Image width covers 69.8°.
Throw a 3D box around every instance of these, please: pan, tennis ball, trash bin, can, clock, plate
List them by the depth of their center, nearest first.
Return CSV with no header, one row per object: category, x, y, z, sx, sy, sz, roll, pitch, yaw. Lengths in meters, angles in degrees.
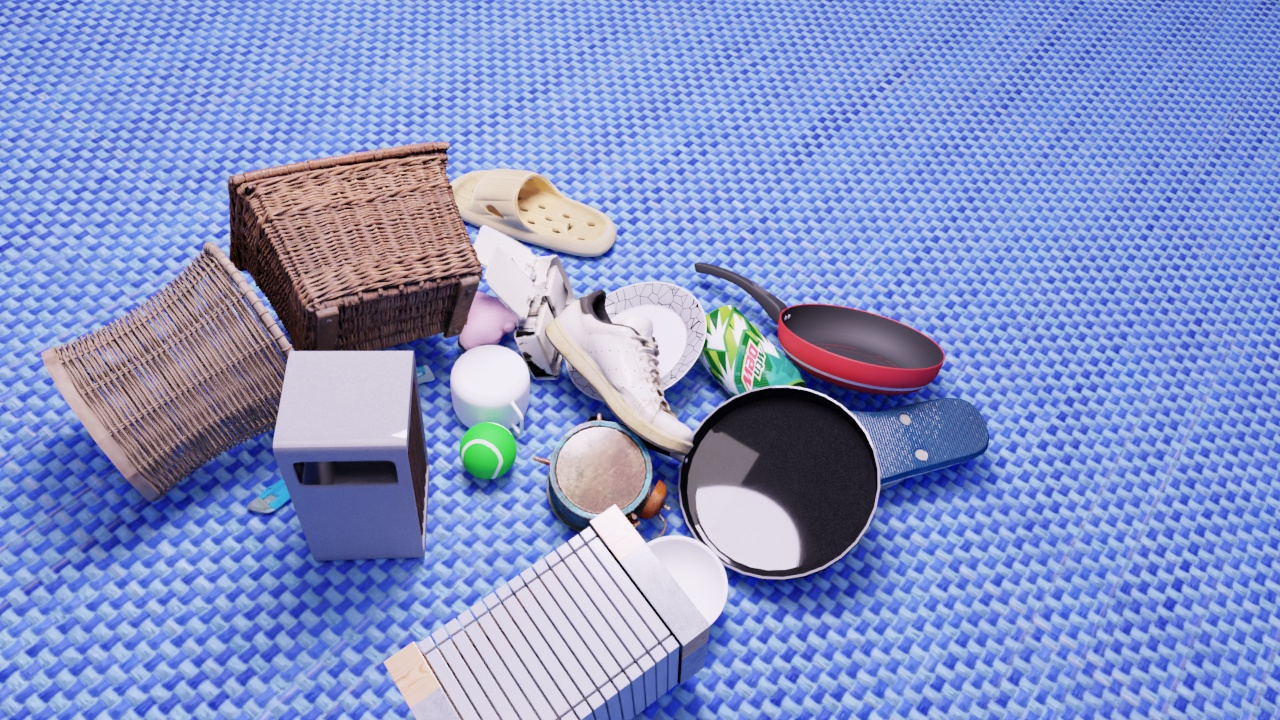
trash bin,-0.078,0.282,0.852,0.246,0.143,0.142,-32,62,-17
trash bin,-0.284,0.102,0.934,0.114,0.229,0.114,0,52,-8
clock,-0.036,0.147,1.032,0.121,0.073,0.157,-33,74,-18
tennis ball,-0.175,0.104,1.053,0.065,0.065,0.065,4,52,-5
pan,0.097,0.122,1.066,0.357,0.034,0.225,15,71,23
can,0.133,0.005,1.160,0.082,0.083,0.144,-28,61,-26
plate,-0.005,-0.022,1.170,0.189,0.016,0.188,-12,52,15
pan,0.217,-0.046,1.200,0.356,0.067,0.208,23,26,28

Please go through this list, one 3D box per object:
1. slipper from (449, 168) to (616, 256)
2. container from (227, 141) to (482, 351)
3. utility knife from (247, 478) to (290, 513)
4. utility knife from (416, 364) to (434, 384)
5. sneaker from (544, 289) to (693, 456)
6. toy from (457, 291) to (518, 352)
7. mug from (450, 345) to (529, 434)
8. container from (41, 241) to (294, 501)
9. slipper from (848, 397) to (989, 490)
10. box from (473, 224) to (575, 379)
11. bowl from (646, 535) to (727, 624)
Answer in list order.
slipper,-0.155,-0.228,1.308,0.261,0.079,0.111,21,49,8
container,-0.308,-0.113,1.038,0.249,0.163,0.183,-19,69,-31
utility knife,-0.365,0.109,1.056,0.031,0.015,0.195,35,54,13
utility knife,-0.312,0.030,1.124,0.117,0.015,0.022,-17,82,-18
sneaker,-0.006,0.006,1.067,0.102,0.089,0.241,-49,64,7
toy,-0.198,-0.056,1.184,0.093,0.050,0.102,-14,52,-14
mug,-0.174,0.040,1.100,0.094,0.068,0.115,-30,61,-27
container,-0.486,0.020,0.987,0.195,0.227,0.227,-35,64,-22
slipper,0.278,0.108,1.116,0.294,0.060,0.118,-8,57,-8
box,-0.140,-0.079,1.141,0.066,0.186,0.145,-17,42,29
bowl,0.037,0.247,0.982,0.110,0.041,0.109,-1,58,1
